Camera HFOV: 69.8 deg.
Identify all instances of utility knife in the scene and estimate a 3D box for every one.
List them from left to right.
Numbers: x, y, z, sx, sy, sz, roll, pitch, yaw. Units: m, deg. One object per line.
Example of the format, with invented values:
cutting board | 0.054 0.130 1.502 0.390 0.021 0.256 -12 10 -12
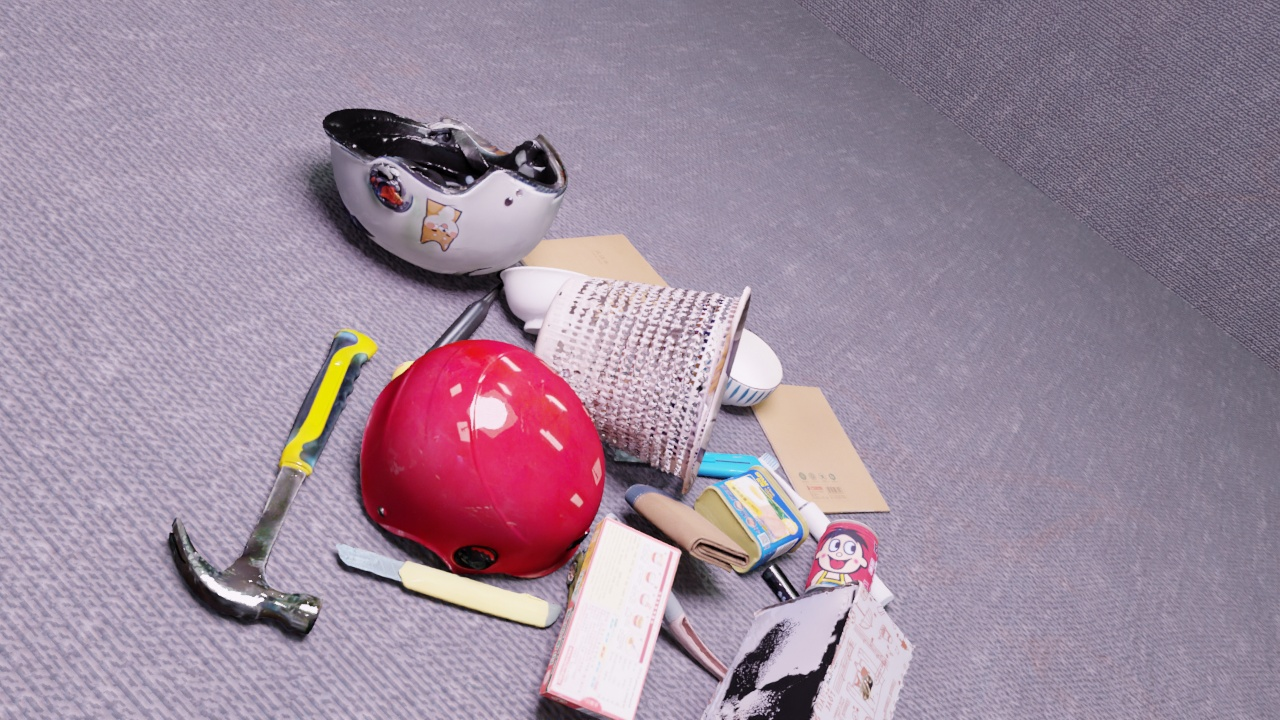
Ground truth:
utility knife | -0.162 0.194 0.791 0.206 0.021 0.030 27 33 -21
utility knife | 0.057 0.117 1.050 0.204 0.018 0.034 8 44 -29

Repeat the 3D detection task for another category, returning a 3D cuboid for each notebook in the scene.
notebook | -0.057 -0.113 1.229 0.211 0.012 0.149 -13 55 -45
notebook | 0.226 0.111 1.194 0.147 0.008 0.207 5 45 -35

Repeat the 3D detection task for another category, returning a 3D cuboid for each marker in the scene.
marker | 0.175 0.271 0.963 0.132 0.020 0.022 53 26 23

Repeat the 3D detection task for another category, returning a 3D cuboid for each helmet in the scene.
helmet | -0.225 -0.183 1.053 0.274 0.157 0.229 11 25 -1
helmet | -0.121 0.079 0.830 0.240 0.144 0.206 32 46 -15

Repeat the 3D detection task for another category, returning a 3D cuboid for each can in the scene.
can | 0.119 0.173 1.001 0.083 0.057 0.102 -13 56 -42
can | 0.219 0.226 0.993 0.066 0.067 0.093 32 49 -4

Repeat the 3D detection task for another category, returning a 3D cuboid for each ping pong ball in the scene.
ping pong ball | -0.228 0.021 0.917 0.040 0.040 0.040 21 38 -18

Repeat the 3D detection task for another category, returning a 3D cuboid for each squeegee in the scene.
squeegee | 0.040 0.241 0.854 0.249 0.040 0.246 51 40 -6

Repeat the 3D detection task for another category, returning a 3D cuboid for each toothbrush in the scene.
toothbrush | -0.189 -0.054 1.046 0.027 0.026 0.212 41 35 -11
toothbrush | 0.211 0.196 1.071 0.221 0.026 0.027 50 -3 21

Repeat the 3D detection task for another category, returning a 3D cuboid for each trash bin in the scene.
trash bin | -0.004 0.006 0.975 0.192 0.228 0.226 17 35 8

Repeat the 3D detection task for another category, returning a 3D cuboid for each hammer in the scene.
hammer | -0.299 0.080 0.803 0.126 0.032 0.322 23 37 -16

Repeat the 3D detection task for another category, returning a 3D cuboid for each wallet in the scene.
wallet | 0.046 0.167 0.915 0.090 0.033 0.115 30 0 -40

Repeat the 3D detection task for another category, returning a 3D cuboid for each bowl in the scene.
bowl | -0.108 -0.064 1.074 0.118 0.118 0.064 11 79 -29
bowl | 0.116 0.014 1.170 0.116 0.066 0.116 20 38 -17

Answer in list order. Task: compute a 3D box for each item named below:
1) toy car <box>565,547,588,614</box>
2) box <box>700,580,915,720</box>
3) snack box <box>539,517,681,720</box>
toy car | -0.035 0.231 0.830 0.070 0.042 0.157 22 35 -17
box | 0.157 0.327 0.763 0.193 0.157 0.182 50 42 -8
snack box | -0.023 0.219 0.776 0.077 0.027 0.155 26 58 -11
